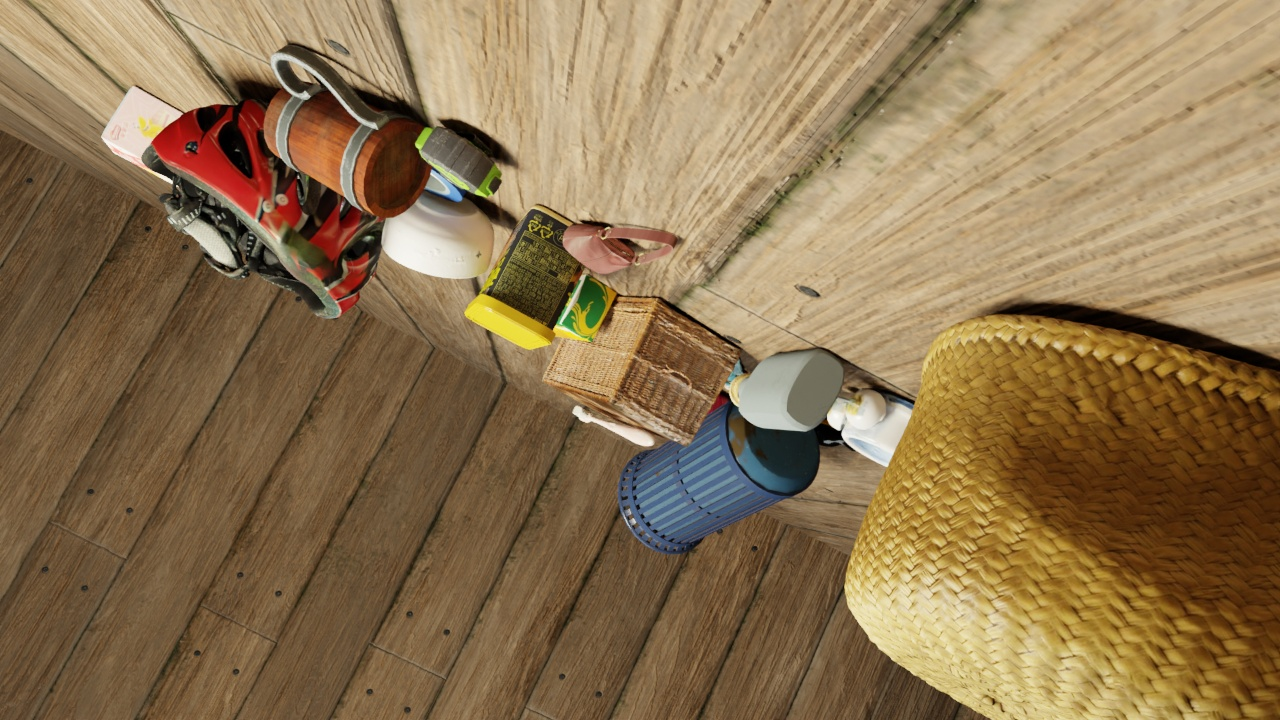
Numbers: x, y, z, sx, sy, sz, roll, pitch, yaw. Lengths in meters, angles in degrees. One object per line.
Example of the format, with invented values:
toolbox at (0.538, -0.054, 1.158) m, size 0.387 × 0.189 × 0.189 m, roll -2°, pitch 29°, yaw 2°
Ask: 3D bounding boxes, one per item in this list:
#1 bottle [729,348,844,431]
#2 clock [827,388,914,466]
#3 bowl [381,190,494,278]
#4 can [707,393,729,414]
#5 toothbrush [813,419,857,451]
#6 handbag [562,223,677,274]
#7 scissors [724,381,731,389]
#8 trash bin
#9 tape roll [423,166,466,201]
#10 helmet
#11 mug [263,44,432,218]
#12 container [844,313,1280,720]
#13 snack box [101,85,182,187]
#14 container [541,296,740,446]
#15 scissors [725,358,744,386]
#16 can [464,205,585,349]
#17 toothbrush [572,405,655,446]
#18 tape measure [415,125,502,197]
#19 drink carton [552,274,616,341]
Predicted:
bottle at (0.127, 0.028, 0.856) m, size 0.046 × 0.072 × 0.161 m, roll 34°, pitch 170°, yaw -11°
clock at (0.220, 0.059, 0.846) m, size 0.125 × 0.052 × 0.089 m, roll 30°, pitch 172°, yaw -4°
bowl at (-0.187, -0.124, 0.860) m, size 0.105 × 0.054 × 0.104 m, roll 14°, pitch -154°, yaw -8°
can at (0.067, 0.071, 1.217) m, size 0.166 × 0.088 × 0.088 m, roll 31°, pitch 170°, yaw -29°
toothbrush at (0.242, 0.090, 1.033) m, size 0.197 × 0.031 × 0.030 m, roll 12°, pitch -151°, yaw 41°
handbag at (-0.011, -0.092, 0.731) m, size 0.055 × 0.029 × 0.120 m, roll 34°, pitch 163°, yaw -32°
scissors at (0.153, 0.058, 1.146) m, size 0.128 × 0.011 × 0.125 m, roll 30°, pitch 170°, yaw -20°
trash bin at (0.092, 0.131, 1.088) m, size 0.139 × 0.139 × 0.250 m, roll 29°, pitch 144°, yaw -16°
tape roll at (-0.195, -0.172, 0.805) m, size 0.093 × 0.016 × 0.091 m, roll 28°, pitch 171°, yaw -9°
helmet at (-0.345, -0.147, 0.874) m, size 0.272 × 0.166 × 0.217 m, roll 31°, pitch 162°, yaw 43°
mug at (-0.233, -0.182, 0.714) m, size 0.111 × 0.081 × 0.118 m, roll 27°, pitch 148°, yaw 18°
container at (0.280, 0.131, 0.543) m, size 0.307 × 0.196 × 0.307 m, roll 25°, pitch 166°, yaw 7°
snack box at (-0.613, -0.281, 1.166) m, size 0.094 × 0.079 × 0.093 m, roll 30°, pitch 170°, yaw -20°
container at (-0.006, 0.006, 0.980) m, size 0.113 × 0.112 × 0.199 m, roll 31°, pitch 171°, yaw -27°
scissors at (0.110, 0.015, 1.037) m, size 0.056 × 0.015 × 0.137 m, roll 23°, pitch 164°, yaw 13°
can at (-0.099, -0.073, 0.830) m, size 0.072 × 0.101 × 0.131 m, roll 29°, pitch 171°, yaw -13°
toothbrush at (-0.031, 0.071, 1.008) m, size 0.018 × 0.015 × 0.181 m, roll 37°, pitch 169°, yaw -27°
tape measure at (-0.134, -0.153, 0.693) m, size 0.059 × 0.036 × 0.065 m, roll 32°, pitch 178°, yaw 27°
drink carton at (-0.081, -0.058, 0.994) m, size 0.041 × 0.058 × 0.123 m, roll 31°, pitch 170°, yaw -28°
